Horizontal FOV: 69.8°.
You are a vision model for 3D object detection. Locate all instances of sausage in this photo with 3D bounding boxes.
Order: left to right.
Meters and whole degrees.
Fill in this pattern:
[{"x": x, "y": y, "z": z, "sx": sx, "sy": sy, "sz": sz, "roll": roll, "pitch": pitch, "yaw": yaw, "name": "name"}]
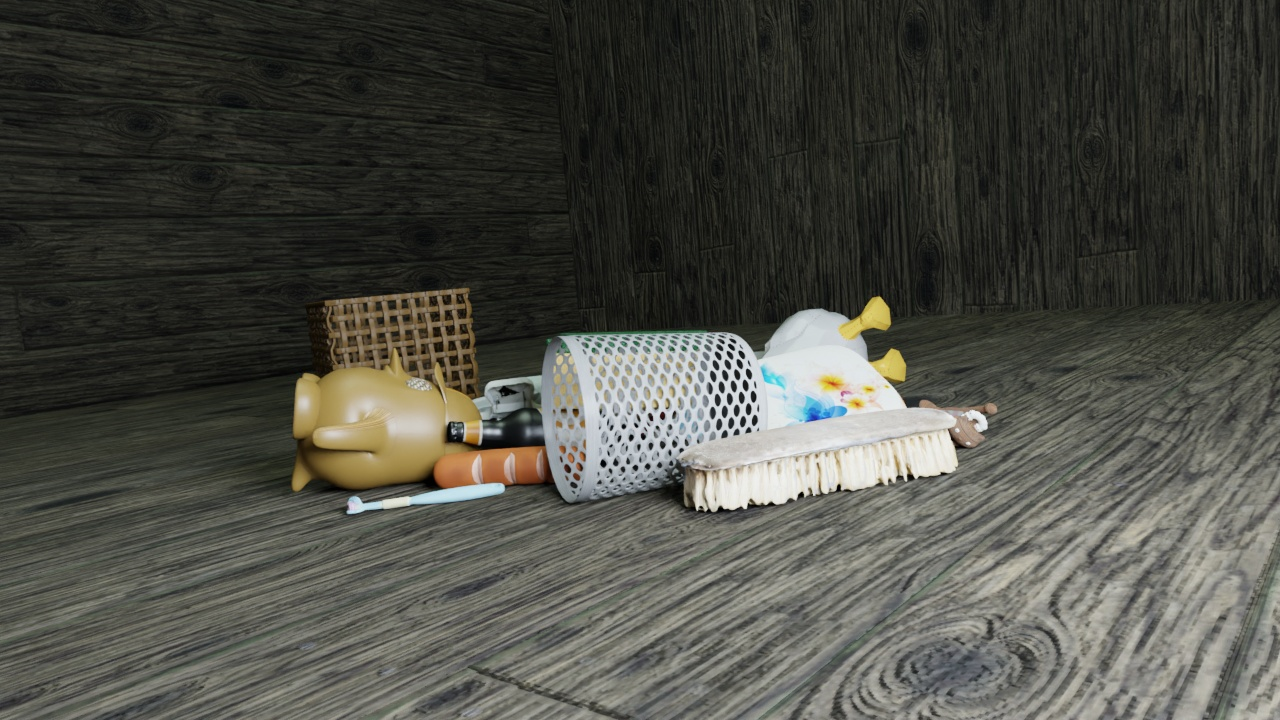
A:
[{"x": -0.135, "y": 0.112, "z": 0.960, "sx": 0.164, "sy": 0.039, "sz": 0.044, "roll": -5, "pitch": 15, "yaw": 8, "name": "sausage"}]

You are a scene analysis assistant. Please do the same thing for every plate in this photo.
[{"x": 0.202, "y": 0.036, "z": 1.089, "sx": 0.186, "sy": 0.016, "sz": 0.187, "roll": -13, "pitch": 31, "yaw": -10, "name": "plate"}]

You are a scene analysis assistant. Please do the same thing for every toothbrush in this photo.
[{"x": -0.212, "y": 0.136, "z": 0.909, "sx": 0.155, "sy": 0.016, "sz": 0.022, "roll": -6, "pitch": 37, "yaw": -5, "name": "toothbrush"}]

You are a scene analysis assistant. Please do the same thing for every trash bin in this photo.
[{"x": 0.012, "y": 0.049, "z": 0.890, "sx": 0.183, "sy": 0.156, "sz": 0.156, "roll": -4, "pitch": 5, "yaw": -20, "name": "trash bin"}]

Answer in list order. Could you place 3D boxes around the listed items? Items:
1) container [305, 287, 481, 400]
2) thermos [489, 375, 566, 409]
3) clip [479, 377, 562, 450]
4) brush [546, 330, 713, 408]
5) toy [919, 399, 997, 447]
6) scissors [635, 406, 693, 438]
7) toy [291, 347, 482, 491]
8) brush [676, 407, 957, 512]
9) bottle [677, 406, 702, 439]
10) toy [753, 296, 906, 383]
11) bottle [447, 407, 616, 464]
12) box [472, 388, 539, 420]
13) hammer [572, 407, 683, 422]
[{"x": -0.407, "y": 0.002, "z": 1.498, "sx": 0.219, "sy": 0.214, "sz": 0.252, "roll": -8, "pitch": 6, "yaw": -26, "name": "container"}, {"x": -0.125, "y": 0.052, "z": 1.474, "sx": 0.230, "sy": 0.068, "sz": 0.068, "roll": -6, "pitch": 5, "yaw": -12, "name": "thermos"}, {"x": -0.155, "y": 0.078, "z": 1.127, "sx": 0.124, "sy": 0.074, "sz": 0.144, "roll": -9, "pitch": -26, "yaw": -6, "name": "clip"}, {"x": -0.007, "y": 0.006, "z": 1.099, "sx": 0.195, "sy": 0.075, "sz": 0.250, "roll": -1, "pitch": 3, "yaw": -1, "name": "brush"}, {"x": 0.328, "y": 0.066, "z": 0.963, "sx": 0.054, "sy": 0.041, "sz": 0.102, "roll": -49, "pitch": 11, "yaw": -18, "name": "toy"}, {"x": 0.065, "y": 0.052, "z": 1.207, "sx": 0.146, "sy": 0.015, "sz": 0.187, "roll": -6, "pitch": 27, "yaw": 15, "name": "scissors"}, {"x": -0.275, "y": 0.068, "z": 1.022, "sx": 0.203, "sy": 0.162, "sz": 0.199, "roll": 5, "pitch": 3, "yaw": -16, "name": "toy"}, {"x": 0.164, "y": 0.086, "z": 0.829, "sx": 0.271, "sy": 0.056, "sz": 0.083, "roll": -8, "pitch": 9, "yaw": -17, "name": "brush"}, {"x": 0.097, "y": 0.071, "z": 1.167, "sx": 0.040, "sy": 0.040, "sz": 0.129, "roll": -1, "pitch": 6, "yaw": 38, "name": "bottle"}, {"x": 0.228, "y": 0.004, "z": 1.291, "sx": 0.268, "sy": 0.141, "sz": 0.246, "roll": -17, "pitch": -1, "yaw": 37, "name": "toy"}, {"x": -0.119, "y": 0.081, "z": 1.005, "sx": 0.181, "sy": 0.059, "sz": 0.059, "roll": 4, "pitch": 2, "yaw": -19, "name": "bottle"}, {"x": -0.260, "y": 0.091, "z": 1.292, "sx": 0.193, "sy": 0.061, "sz": 0.209, "roll": -27, "pitch": -5, "yaw": 25, "name": "box"}, {"x": -0.018, "y": 0.074, "z": 1.288, "sx": 0.328, "sy": 0.039, "sz": 0.131, "roll": -5, "pitch": 6, "yaw": 5, "name": "hammer"}]
